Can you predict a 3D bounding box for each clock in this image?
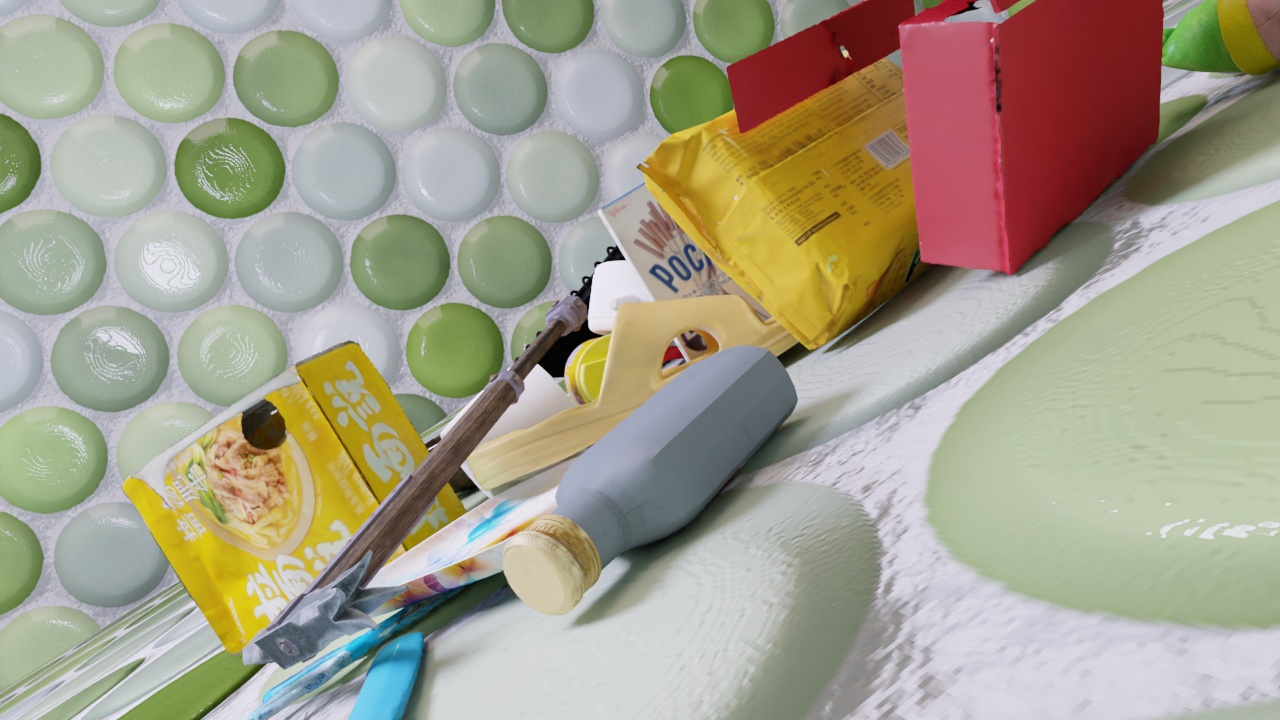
[{"bbox_3d":[0.021,-0.053,0.773,0.125,0.073,0.161,7,-3,-8],"label":"clock"}]

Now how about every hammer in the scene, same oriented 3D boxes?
[{"bbox_3d":[-0.107,0.048,0.537,0.147,0.028,0.315,-33,14,38],"label":"hammer"}]

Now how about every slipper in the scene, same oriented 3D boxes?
[{"bbox_3d":[-0.004,0.004,0.623,0.263,0.078,0.099,-27,-4,3],"label":"slipper"}]

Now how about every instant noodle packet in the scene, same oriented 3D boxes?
[{"bbox_3d":[-0.264,0.112,0.667,0.222,0.163,0.084,-29,7,18],"label":"instant noodle packet"}]

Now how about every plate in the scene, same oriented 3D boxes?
[{"bbox_3d":[-0.066,0.088,0.515,0.187,0.016,0.186,-26,2,34],"label":"plate"}]

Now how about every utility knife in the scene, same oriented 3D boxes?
[{"bbox_3d":[-0.102,0.136,0.349,0.031,0.015,0.209,-33,2,-7],"label":"utility knife"}]

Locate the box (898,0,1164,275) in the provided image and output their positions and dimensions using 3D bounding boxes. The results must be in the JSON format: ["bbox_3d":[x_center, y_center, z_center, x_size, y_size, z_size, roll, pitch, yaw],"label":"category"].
[{"bbox_3d":[0.188,-0.224,0.485,0.210,0.315,0.124,-36,11,-34],"label":"box"}]

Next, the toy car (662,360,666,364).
[{"bbox_3d":[-0.018,0.002,0.912,0.112,0.048,0.041,-34,2,-14],"label":"toy car"}]

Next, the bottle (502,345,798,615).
[{"bbox_3d":[0.004,0.049,0.399,0.072,0.046,0.160,-26,8,43],"label":"bottle"}]

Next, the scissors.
[{"bbox_3d":[-0.145,0.149,0.496,0.140,0.014,0.090,-33,0,-26],"label":"scissors"}]

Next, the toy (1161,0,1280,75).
[{"bbox_3d":[0.383,-0.219,0.571,0.123,0.097,0.132,-28,-17,-41],"label":"toy"}]

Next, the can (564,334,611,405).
[{"bbox_3d":[-0.025,0.012,0.757,0.067,0.067,0.105,-32,5,-10],"label":"can"}]

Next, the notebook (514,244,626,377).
[{"bbox_3d":[-0.008,-0.059,0.908,0.168,0.019,0.232,-2,-37,-49],"label":"notebook"}]

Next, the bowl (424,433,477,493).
[{"bbox_3d":[-0.163,0.090,0.861,0.121,0.056,0.121,-31,6,3],"label":"bowl"}]

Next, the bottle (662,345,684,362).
[{"bbox_3d":[0.045,-0.026,0.880,0.118,0.036,0.036,-36,8,-38],"label":"bottle"}]

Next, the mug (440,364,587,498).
[{"bbox_3d":[-0.091,0.061,0.706,0.087,0.081,0.114,-39,39,-18],"label":"mug"}]

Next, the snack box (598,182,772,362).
[{"bbox_3d":[0.042,-0.066,0.677,0.082,0.150,0.026,-32,9,-2],"label":"snack box"}]

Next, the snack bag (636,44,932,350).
[{"bbox_3d":[0.129,-0.118,0.595,0.246,0.159,0.068,-35,-13,-34],"label":"snack bag"}]
